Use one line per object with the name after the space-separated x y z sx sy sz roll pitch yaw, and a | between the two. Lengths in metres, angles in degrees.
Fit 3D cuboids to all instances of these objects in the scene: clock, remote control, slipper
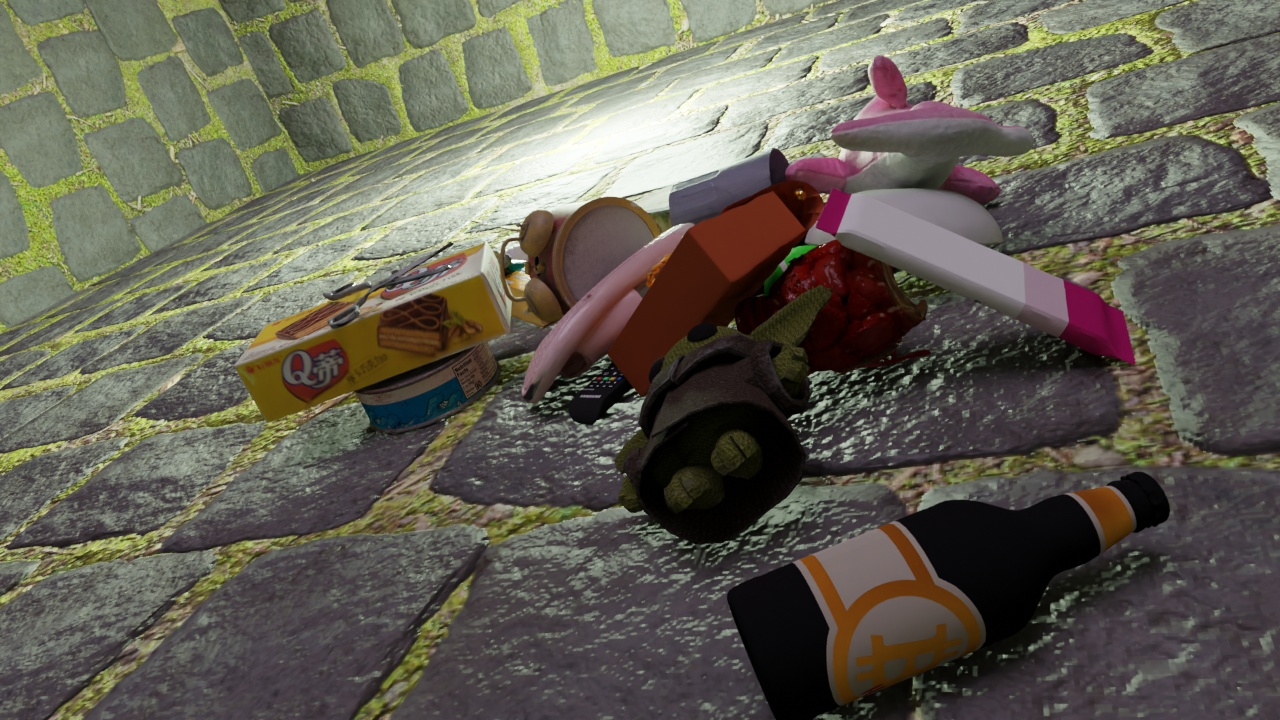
-0.061 -0.092 0.860 0.158 0.117 0.081 -11 12 -31 | clock
-0.004 0.004 0.739 0.033 0.015 0.146 0 30 40 | remote control
-0.022 -0.040 0.781 0.221 0.055 0.107 -46 4 -25 | slipper

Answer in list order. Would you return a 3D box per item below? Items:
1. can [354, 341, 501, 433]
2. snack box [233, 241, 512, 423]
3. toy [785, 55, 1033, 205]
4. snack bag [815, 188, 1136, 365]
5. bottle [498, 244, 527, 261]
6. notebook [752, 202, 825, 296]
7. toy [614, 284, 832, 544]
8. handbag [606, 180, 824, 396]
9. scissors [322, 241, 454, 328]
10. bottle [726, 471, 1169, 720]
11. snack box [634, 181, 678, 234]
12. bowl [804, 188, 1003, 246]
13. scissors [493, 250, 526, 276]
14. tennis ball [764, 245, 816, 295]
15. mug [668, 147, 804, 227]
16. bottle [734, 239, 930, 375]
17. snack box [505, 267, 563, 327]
-0.197 0.013 0.845 0.130 0.044 0.129 -18 23 8 | can
-0.234 -0.029 0.829 0.230 0.062 0.110 -20 23 3 | snack box
0.221 -0.196 0.792 0.187 0.128 0.265 2 4 1 | toy
0.202 -0.054 0.557 0.196 0.016 0.070 24 34 6 | snack bag
-0.142 -0.115 1.083 0.136 0.044 0.044 -22 23 -3 | bottle
0.111 -0.096 0.867 0.149 0.016 0.206 -11 25 24 | notebook
0.042 0.033 0.531 0.180 0.078 0.152 -42 19 20 | toy
0.049 -0.056 0.660 0.108 0.060 0.172 -32 -12 -31 | handbag
-0.234 -0.065 0.811 0.175 0.014 0.141 -7 29 35 | scissors
0.130 0.089 0.380 0.181 0.059 0.059 -22 23 -2 | bottle
0.044 -0.167 1.022 0.144 0.042 0.145 -31 21 -34 | snack box
0.205 -0.113 0.720 0.149 0.043 0.149 -1 10 0 | bowl
-0.160 -0.090 1.007 0.125 0.019 0.154 -33 -11 34 | scissors
0.126 -0.054 0.694 0.065 0.065 0.065 -18 23 8 | tennis ball
0.099 -0.146 0.881 0.104 0.084 0.123 -13 0 27 | mug
0.131 -0.031 0.610 0.111 0.099 0.098 -32 16 27 | bottle
-0.076 -0.088 0.972 0.125 0.040 0.088 -31 25 -22 | snack box
